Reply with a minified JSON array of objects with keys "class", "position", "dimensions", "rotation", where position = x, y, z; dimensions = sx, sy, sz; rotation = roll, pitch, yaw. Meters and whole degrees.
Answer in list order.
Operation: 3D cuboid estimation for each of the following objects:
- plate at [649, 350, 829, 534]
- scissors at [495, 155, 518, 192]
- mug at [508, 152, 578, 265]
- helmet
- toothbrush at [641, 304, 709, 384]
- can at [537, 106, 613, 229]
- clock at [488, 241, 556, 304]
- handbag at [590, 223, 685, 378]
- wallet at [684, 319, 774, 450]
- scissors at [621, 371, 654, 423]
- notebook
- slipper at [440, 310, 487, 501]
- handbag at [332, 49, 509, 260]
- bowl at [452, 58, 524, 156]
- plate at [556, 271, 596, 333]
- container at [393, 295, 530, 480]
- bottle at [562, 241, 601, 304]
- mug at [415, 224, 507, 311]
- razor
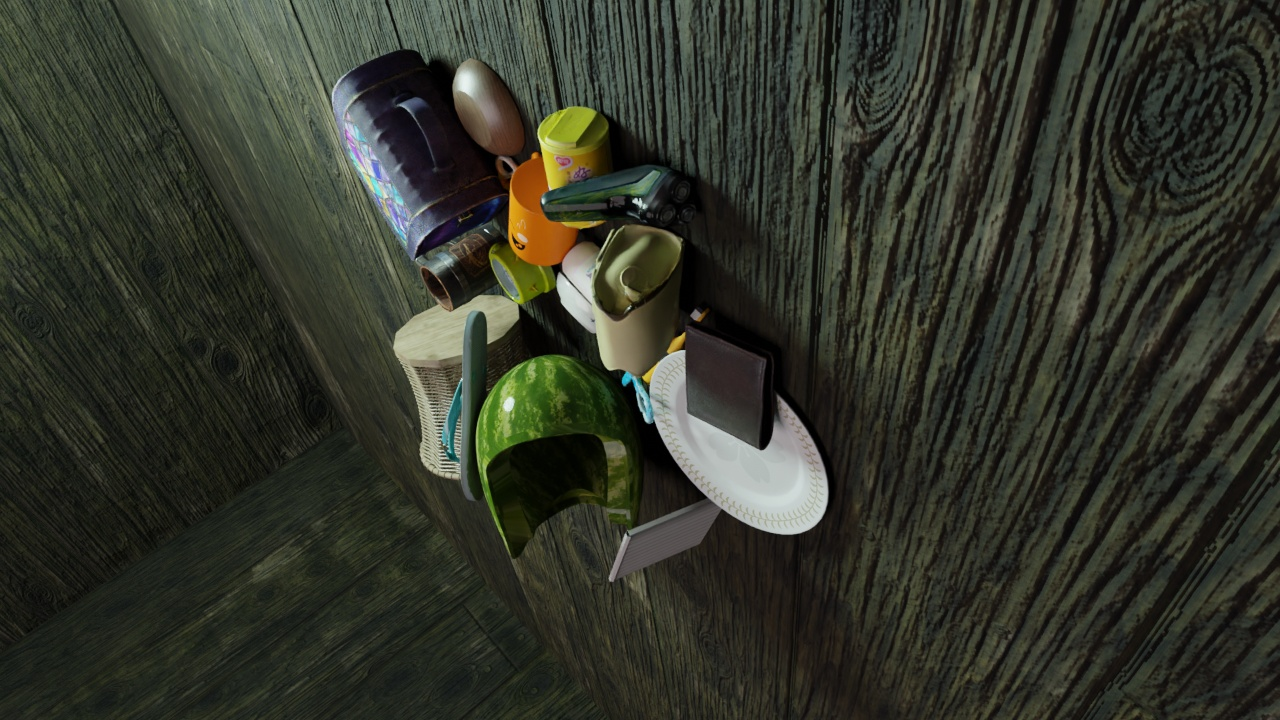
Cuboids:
[{"class":"plate","position":[0.106,0.088,1.005],"dimensions":[0.242,0.016,0.243],"rotation":[32,143,28]},{"class":"scissors","position":[-0.173,-0.221,1.129],"dimensions":[0.128,0.013,0.064],"rotation":[7,129,58]},{"class":"mug","position":[-0.107,-0.177,1.010],"dimensions":[0.096,0.077,0.112],"rotation":[108,153,-62]},{"class":"helmet","position":[-0.106,0.111,1.198],"dimensions":[0.243,0.213,0.247],"rotation":[-93,-8,-72]},{"class":"toothbrush","position":[0.037,-0.014,1.007],"dimensions":[0.031,0.031,0.197],"rotation":[43,152,2]},{"class":"can","position":[-0.060,-0.187,0.899],"dimensions":[0.067,0.067,0.105],"rotation":[38,152,32]},{"class":"clock","position":[-0.155,-0.118,1.186],"dimensions":[0.083,0.057,0.119],"rotation":[61,162,-18]},{"class":"handbag","position":[-0.006,-0.060,0.911],"dimensions":[0.081,0.111,0.119],"rotation":[17,147,11]},{"class":"wallet","position":[0.089,0.024,0.921],"dimensions":[0.099,0.031,0.120],"rotation":[24,137,33]},{"class":"scissors","position":[-0.007,0.005,1.077],"dimensions":[0.134,0.011,0.138],"rotation":[-113,19,-45]},{"class":"notebook","position":[0.034,0.235,1.212],"dimensions":[0.210,0.142,0.009],"rotation":[105,142,-61]},{"class":"slipper","position":[-0.236,0.066,1.218],"dimensions":[0.098,0.055,0.269],"rotation":[-74,-12,-72]},{"class":"handbag","position":[-0.268,-0.246,1.114],"dimensions":[0.205,0.125,0.222],"rotation":[58,160,1]},{"class":"bowl","position":[-0.179,-0.280,1.038],"dimensions":[0.118,0.030,0.118],"rotation":[42,154,26]},{"class":"plate","position":[-0.066,-0.060,1.081],"dimensions":[0.104,0.026,0.104],"rotation":[44,-177,-3]},{"class":"container","position":[-0.247,0.033,1.370],"dimensions":[0.227,0.226,0.196],"rotation":[26,138,47]},{"class":"bottle","position":[-0.025,-0.069,1.017],"dimensions":[0.146,0.051,0.051],"rotation":[47,156,15]},{"class":"mug","position":[-0.247,-0.137,1.263],"dimensions":[0.116,0.107,0.080],"rotation":[43,155,22]},{"class":"razor","position":[-0.024,-0.145,0.846],"dimensions":[0.152,0.067,0.054],"rotation":[-2,131,18]}]
